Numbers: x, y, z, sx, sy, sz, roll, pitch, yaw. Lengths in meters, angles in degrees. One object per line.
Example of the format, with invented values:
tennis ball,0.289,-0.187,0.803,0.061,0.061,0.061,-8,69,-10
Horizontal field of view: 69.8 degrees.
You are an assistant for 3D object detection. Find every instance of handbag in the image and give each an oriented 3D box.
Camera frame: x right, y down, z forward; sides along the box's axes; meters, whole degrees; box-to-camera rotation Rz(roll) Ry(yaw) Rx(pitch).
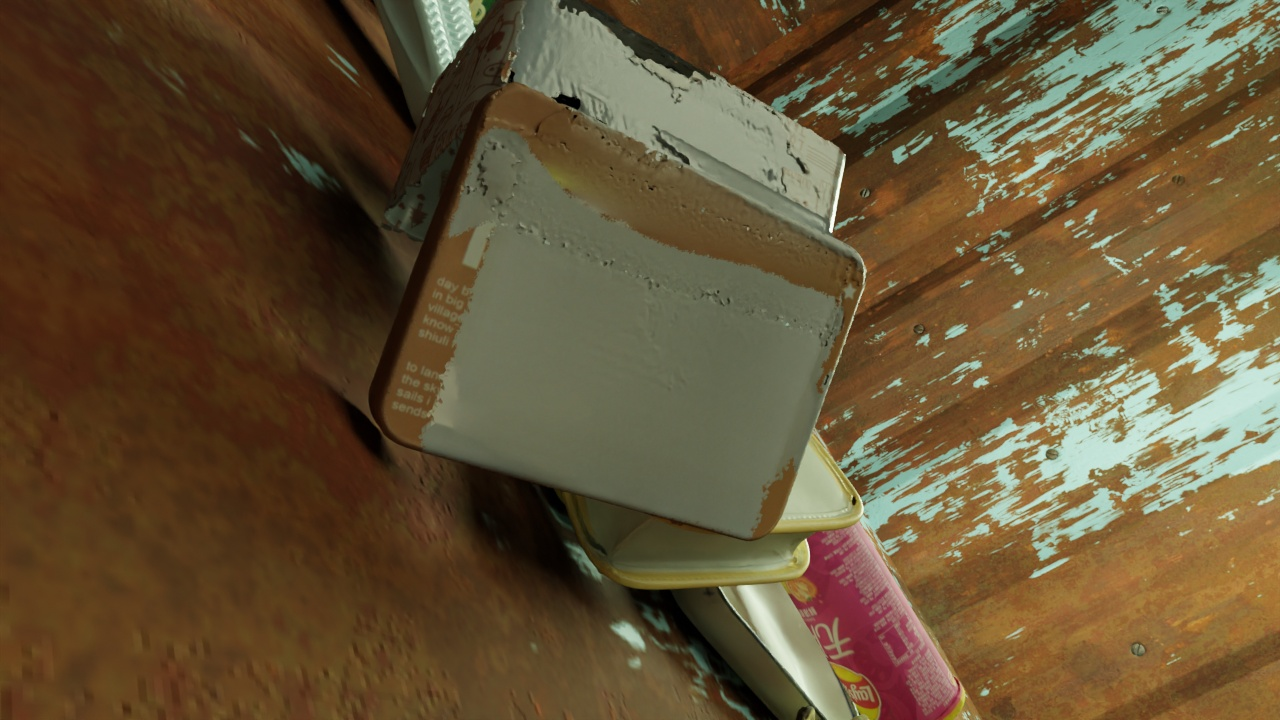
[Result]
handbag,0.015,0.036,0.495,0.163,0.063,0.178,9,39,-43

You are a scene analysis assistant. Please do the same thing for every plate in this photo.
plate,0.069,0.159,0.599,0.266,0.034,0.161,52,12,-30

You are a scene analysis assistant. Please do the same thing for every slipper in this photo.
slipper,-0.163,-0.250,0.581,0.104,0.074,0.245,-48,122,-72

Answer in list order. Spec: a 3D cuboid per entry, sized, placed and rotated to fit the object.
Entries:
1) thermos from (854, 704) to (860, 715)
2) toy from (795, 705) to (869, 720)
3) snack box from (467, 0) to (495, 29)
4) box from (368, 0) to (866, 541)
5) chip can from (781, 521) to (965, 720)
thermos,0.192,0.278,0.790,0.242,0.068,0.090,-92,-179,-66
toy,0.138,0.253,0.514,0.157,0.066,0.104,34,51,-24
snack box,-0.152,-0.296,0.692,0.117,0.118,0.106,-97,166,-64
box,-0.016,-0.026,0.398,0.183,0.157,0.192,23,71,-25
chip can,0.135,0.152,0.626,0.210,0.071,0.071,59,10,1
